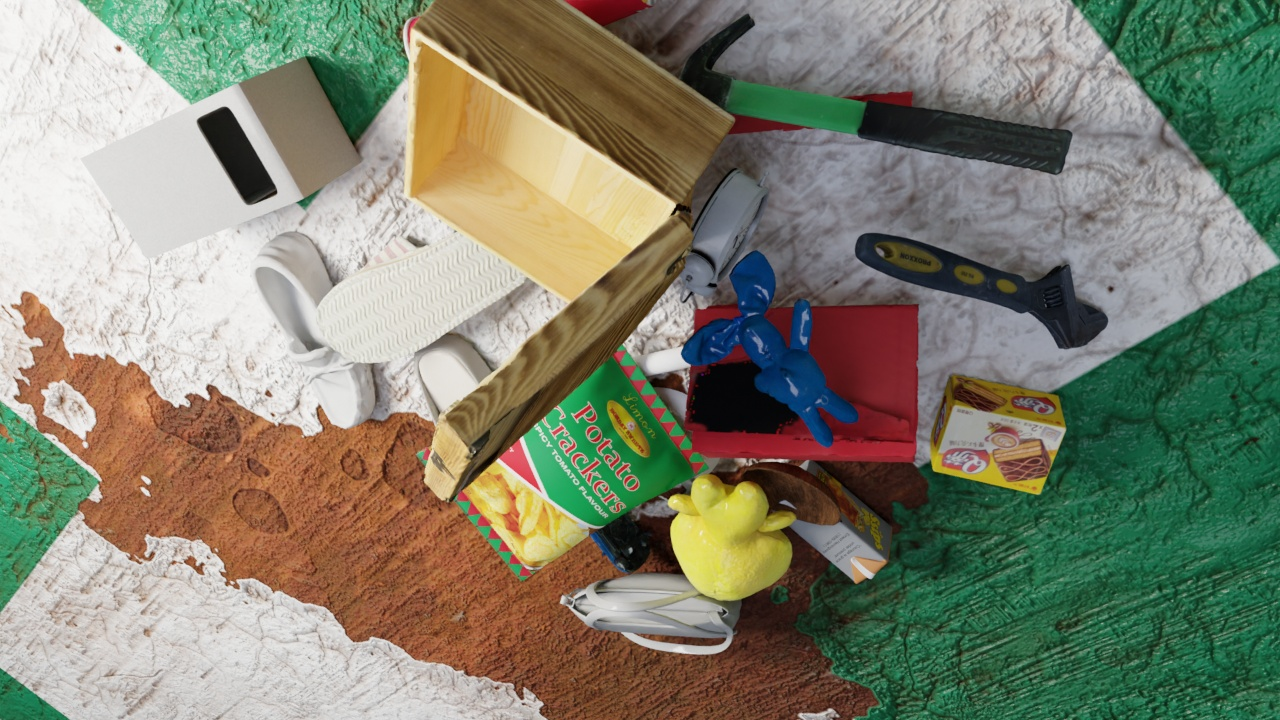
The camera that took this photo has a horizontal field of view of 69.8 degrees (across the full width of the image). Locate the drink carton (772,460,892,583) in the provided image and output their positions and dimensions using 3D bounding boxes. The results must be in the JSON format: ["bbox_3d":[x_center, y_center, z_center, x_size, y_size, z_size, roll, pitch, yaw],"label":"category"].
[{"bbox_3d":[0.210,0.174,0.996,0.125,0.076,0.049,40,124,-4],"label":"drink carton"}]

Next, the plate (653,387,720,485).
[{"bbox_3d":[0.025,0.090,1.040,0.135,0.011,0.135,8,122,13],"label":"plate"}]

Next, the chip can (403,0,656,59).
[{"bbox_3d":[-0.098,-0.304,0.804,0.221,0.069,0.069,-13,116,24],"label":"chip can"}]

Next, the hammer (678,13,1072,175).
[{"bbox_3d":[0.181,-0.199,0.753,0.319,0.032,0.130,15,98,17],"label":"hammer"}]

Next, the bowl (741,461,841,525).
[{"bbox_3d":[0.155,0.127,0.921,0.102,0.026,0.114,9,150,35],"label":"bowl"}]

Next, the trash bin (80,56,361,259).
[{"bbox_3d":[-0.427,-0.205,0.941,0.229,0.114,0.114,-13,115,24],"label":"trash bin"}]

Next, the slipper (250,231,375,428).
[{"bbox_3d":[-0.378,-0.025,1.069,0.112,0.074,0.247,7,125,32],"label":"slipper"}]

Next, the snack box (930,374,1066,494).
[{"bbox_3d":[0.345,0.071,0.895,0.106,0.061,0.084,12,123,11],"label":"snack box"}]

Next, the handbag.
[{"bbox_3d":[0.002,0.291,1.052,0.216,0.222,0.095,-3,76,20],"label":"handbag"}]

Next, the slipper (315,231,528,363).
[{"bbox_3d":[-0.231,-0.083,0.993,0.263,0.052,0.115,-23,109,16],"label":"slipper"}]

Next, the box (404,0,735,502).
[{"bbox_3d":[-0.106,-0.062,0.746,0.286,0.333,0.280,31,157,-5],"label":"box"}]

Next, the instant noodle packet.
[{"bbox_3d":[-0.083,0.110,0.999,0.253,0.090,0.195,-32,109,8],"label":"instant noodle packet"}]

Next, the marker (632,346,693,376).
[{"bbox_3d":[-0.006,0.006,0.991,0.133,0.023,0.027,-12,94,24],"label":"marker"}]

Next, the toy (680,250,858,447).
[{"bbox_3d":[0.113,0.002,0.787,0.113,0.071,0.176,-40,84,8],"label":"toy"}]

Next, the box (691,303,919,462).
[{"bbox_3d":[0.168,0.026,0.911,0.214,0.164,0.153,0,164,17],"label":"box"}]

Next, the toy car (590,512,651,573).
[{"bbox_3d":[-0.036,0.201,1.104,0.120,0.056,0.044,53,143,-10],"label":"toy car"}]

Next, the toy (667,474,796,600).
[{"bbox_3d":[0.094,0.185,0.968,0.134,0.092,0.208,11,136,15],"label":"toy"}]

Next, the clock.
[{"bbox_3d":[0.066,-0.101,0.769,0.035,0.094,0.122,30,88,9],"label":"clock"}]

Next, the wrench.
[{"bbox_3d":[0.299,-0.064,0.789,0.273,0.022,0.073,12,84,-22],"label":"wrench"}]

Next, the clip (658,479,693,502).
[{"bbox_3d":[0.063,0.169,1.058,0.102,0.057,0.052,31,109,-12],"label":"clip"}]

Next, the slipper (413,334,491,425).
[{"bbox_3d":[-0.183,0.095,1.068,0.113,0.080,0.266,-20,112,24],"label":"slipper"}]
